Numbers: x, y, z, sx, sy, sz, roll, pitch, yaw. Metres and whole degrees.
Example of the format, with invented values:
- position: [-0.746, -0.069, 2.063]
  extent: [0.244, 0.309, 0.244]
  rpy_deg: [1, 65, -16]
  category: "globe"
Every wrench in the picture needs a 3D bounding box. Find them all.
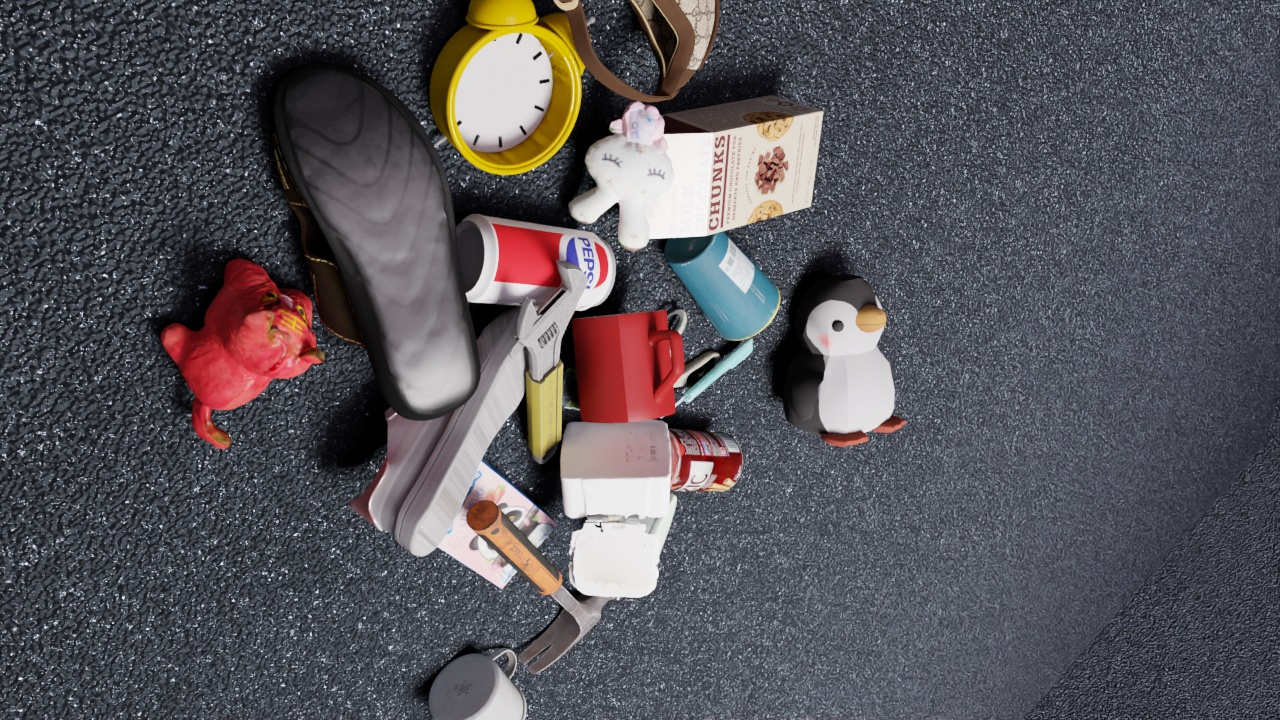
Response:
- position: [-0.082, 0.015, 0.807]
  extent: [0.083, 0.018, 0.274]
  rpy_deg: [-42, 158, -28]
  category: "wrench"

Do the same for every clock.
- position: [-0.097, -0.215, 0.696]
  extent: [0.113, 0.052, 0.152]
  rpy_deg: [11, 111, -45]
  category: "clock"

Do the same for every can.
- position: [-0.090, -0.080, 0.768]
  extent: [0.131, 0.070, 0.070]
  rpy_deg: [2, 113, -43]
  category: "can"

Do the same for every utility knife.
- position: [0.073, 0.023, 1.001]
  extent: [0.141, 0.015, 0.022]
  rpy_deg: [-39, 160, -21]
  category: "utility knife"

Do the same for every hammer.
- position: [-0.109, 0.223, 0.919]
  extent: [0.137, 0.035, 0.315]
  rpy_deg: [-46, 148, -14]
  category: "hammer"

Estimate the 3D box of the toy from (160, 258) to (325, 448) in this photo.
- position: [-0.278, 0.006, 0.636]
  extent: [0.088, 0.094, 0.133]
  rpy_deg: [22, 100, -47]
  category: "toy"

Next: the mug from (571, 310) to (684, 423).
- position: [-0.005, 0.005, 0.842]
  extent: [0.080, 0.117, 0.096]
  rpy_deg: [-9, 95, -42]
  category: "mug"

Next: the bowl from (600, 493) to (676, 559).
- position: [-0.009, 0.191, 1.000]
  extent: [0.117, 0.061, 0.117]
  rpy_deg: [21, 89, -78]
  category: "bowl"

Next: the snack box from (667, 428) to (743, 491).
- position: [0.051, 0.110, 1.006]
  extent: [0.121, 0.072, 0.072]
  rpy_deg: [10, 108, -49]
  category: "snack box"

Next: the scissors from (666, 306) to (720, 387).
- position: [0.027, 0.017, 0.975]
  extent: [0.157, 0.012, 0.171]
  rpy_deg: [-8, 124, -40]
  category: "scissors"

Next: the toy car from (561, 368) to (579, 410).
- position: [-0.049, 0.032, 0.901]
  extent: [0.089, 0.027, 0.038]
  rpy_deg: [15, 80, -43]
  category: "toy car"

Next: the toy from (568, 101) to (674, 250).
- position: [-0.012, -0.155, 0.767]
  extent: [0.079, 0.038, 0.123]
  rpy_deg: [18, 118, -4]
  category: "toy"

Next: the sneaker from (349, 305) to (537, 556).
- position: [-0.166, 0.041, 0.770]
  extent: [0.099, 0.089, 0.235]
  rpy_deg: [91, 22, -62]
  category: "sneaker"

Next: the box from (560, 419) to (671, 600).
- position: [-0.021, 0.152, 0.899]
  extent: [0.107, 0.151, 0.132]
  rpy_deg: [-3, 124, 0]
  category: "box"

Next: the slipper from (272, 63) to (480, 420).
- position: [-0.191, -0.081, 0.674]
  extent: [0.112, 0.076, 0.268]
  rpy_deg: [-25, 114, -22]
  category: "slipper"

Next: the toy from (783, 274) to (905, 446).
- position: [0.226, -0.011, 1.076]
  extent: [0.158, 0.140, 0.184]
  rpy_deg: [-13, 108, -36]
  category: "toy"

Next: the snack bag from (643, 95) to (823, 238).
- position: [0.067, -0.178, 0.850]
  extent: [0.205, 0.070, 0.094]
  rpy_deg: [-20, 126, -32]
  category: "snack bag"

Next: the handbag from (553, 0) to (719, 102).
- position: [-0.007, -0.277, 0.701]
  extent: [0.166, 0.063, 0.138]
  rpy_deg: [37, 64, -48]
  category: "handbag"

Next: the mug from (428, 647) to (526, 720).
- position: [-0.166, 0.348, 0.965]
  extent: [0.113, 0.084, 0.070]
  rpy_deg: [-68, 147, -40]
  category: "mug"

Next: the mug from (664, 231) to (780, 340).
- position: [0.079, -0.084, 0.918]
  extent: [0.078, 0.078, 0.121]
  rpy_deg: [-51, 133, -5]
  category: "mug"

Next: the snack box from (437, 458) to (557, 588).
- position: [-0.153, 0.151, 0.881]
  extent: [0.088, 0.033, 0.154]
  rpy_deg: [-49, 137, -9]
  category: "snack box"
